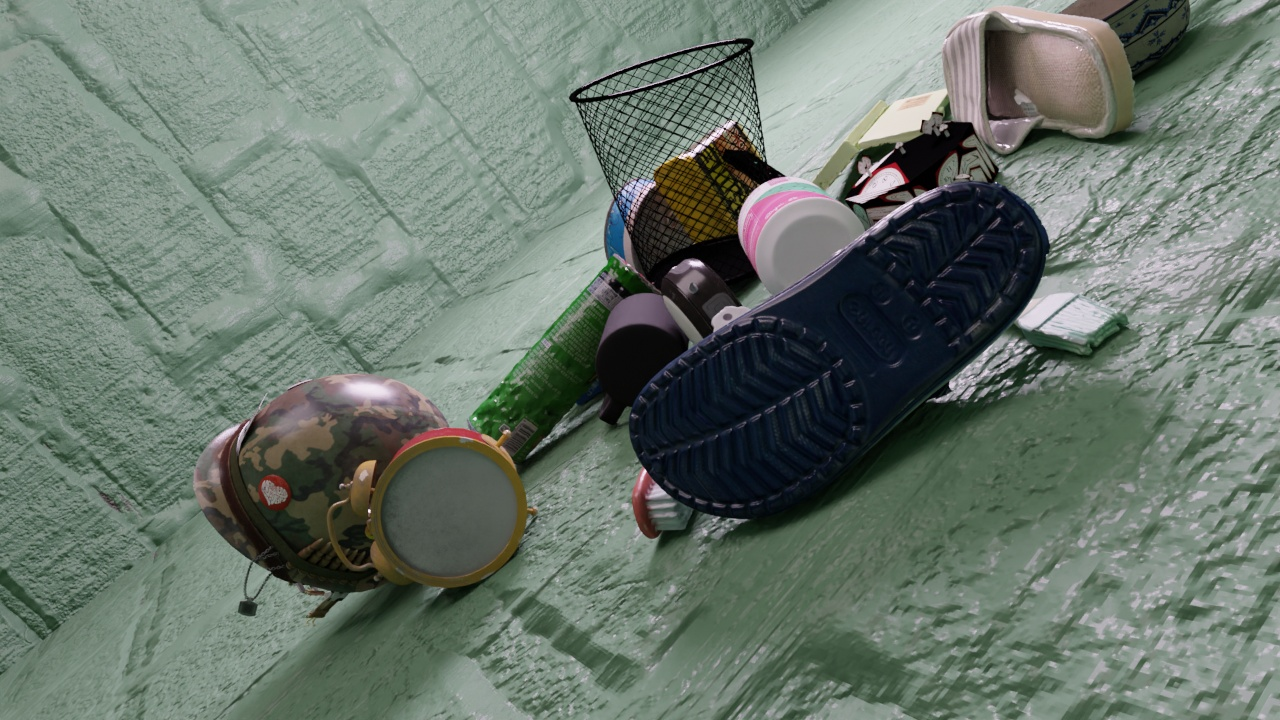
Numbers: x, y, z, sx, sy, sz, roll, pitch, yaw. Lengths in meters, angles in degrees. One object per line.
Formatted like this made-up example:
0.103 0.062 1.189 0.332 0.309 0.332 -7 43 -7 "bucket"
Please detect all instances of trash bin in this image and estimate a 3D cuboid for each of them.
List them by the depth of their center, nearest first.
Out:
0.048 -0.191 0.929 0.184 0.210 0.183 -15 24 7 "trash bin"

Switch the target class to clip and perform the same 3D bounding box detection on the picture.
0.078 -0.011 0.647 0.101 0.041 0.054 -38 41 -21 "clip"

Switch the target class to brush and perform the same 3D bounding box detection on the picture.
0.203 -0.036 0.547 0.033 0.012 0.217 -37 17 -2 "brush"
0.032 0.061 0.627 0.030 0.041 0.172 -12 22 21 "brush"

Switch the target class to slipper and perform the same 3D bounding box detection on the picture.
0.112 0.002 0.515 0.253 0.105 0.095 -37 -12 22 "slipper"
0.301 -0.226 0.738 0.054 0.114 0.272 -16 18 -1 "slipper"

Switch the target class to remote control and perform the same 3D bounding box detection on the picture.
0.144 -0.194 0.988 0.034 0.013 0.150 -4 35 -35 "remote control"

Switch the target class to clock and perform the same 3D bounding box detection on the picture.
-0.168 0.117 0.735 0.158 0.117 0.081 -19 9 -9 "clock"
0.052 -0.039 0.763 0.043 0.091 0.123 -38 11 -4 "clock"
0.229 -0.160 0.771 0.115 0.065 0.154 -30 17 25 "clock"

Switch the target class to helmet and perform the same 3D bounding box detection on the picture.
-0.287 0.116 0.838 0.223 0.192 0.237 -2 -39 -33 "helmet"

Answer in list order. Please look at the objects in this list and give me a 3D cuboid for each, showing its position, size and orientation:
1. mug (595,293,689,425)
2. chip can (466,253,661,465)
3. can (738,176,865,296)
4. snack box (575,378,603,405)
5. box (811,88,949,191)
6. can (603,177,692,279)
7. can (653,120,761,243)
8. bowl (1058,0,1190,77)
-0.005 0.005 0.818 0.114 0.078 0.087 -61 6 21 "mug"
-0.072 0.002 0.894 0.223 0.075 0.075 -48 15 3 "chip can"
0.133 -0.105 0.780 0.088 0.088 0.165 -35 15 10 "can"
-0.012 -0.019 0.965 0.154 0.033 0.087 -34 16 13 "snack box"
0.258 -0.247 0.988 0.141 0.048 0.187 -22 15 37 "box"
0.013 -0.155 1.118 0.044 0.130 0.129 14 47 36 "can"
0.096 -0.199 1.074 0.100 0.131 0.073 -43 15 -29 "can"
0.382 -0.261 0.736 0.116 0.059 0.115 -35 15 10 "bowl"
